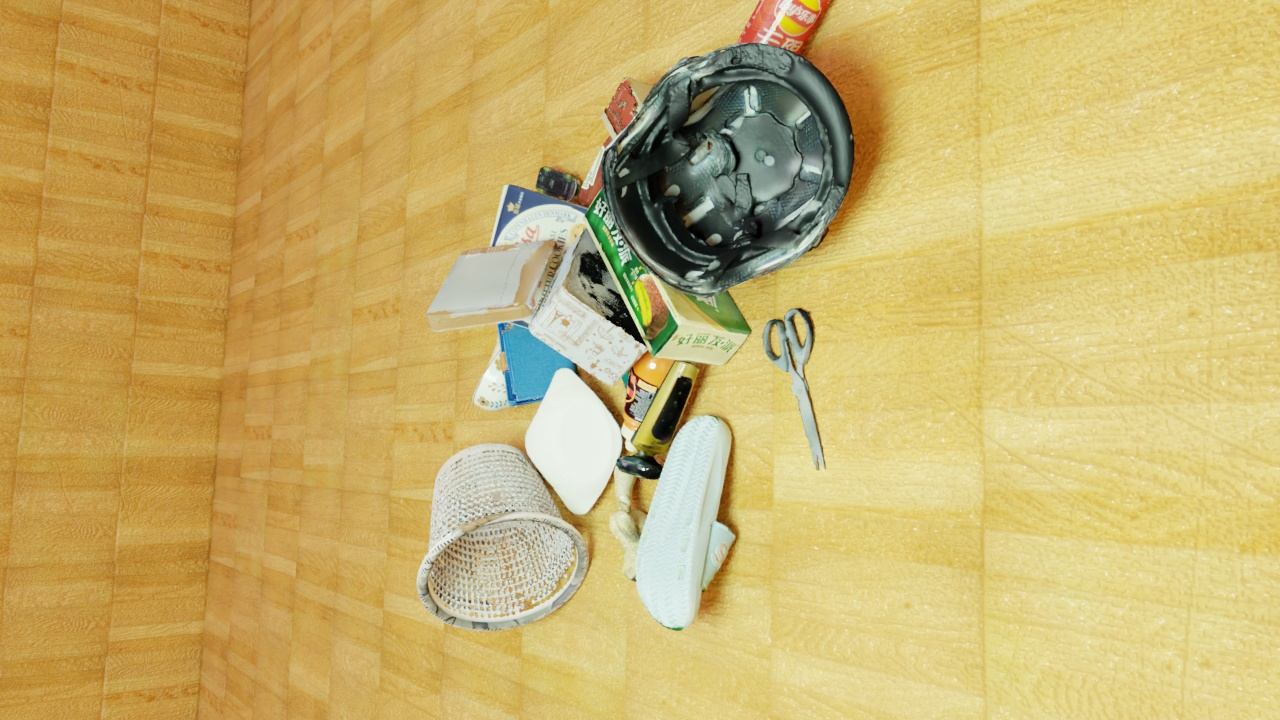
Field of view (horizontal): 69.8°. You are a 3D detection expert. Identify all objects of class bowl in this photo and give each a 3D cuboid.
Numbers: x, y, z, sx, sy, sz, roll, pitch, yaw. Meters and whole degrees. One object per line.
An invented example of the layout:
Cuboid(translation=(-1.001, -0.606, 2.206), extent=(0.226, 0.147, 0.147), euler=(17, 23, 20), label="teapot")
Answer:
Cuboid(translation=(-0.196, 0.031, 1.377), extent=(0.062, 0.113, 0.114), euler=(30, 115, 5), label="bowl")

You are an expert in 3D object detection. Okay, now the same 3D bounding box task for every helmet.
Cuboid(translation=(0.104, -0.202, 0.965), extent=(0.275, 0.156, 0.230), euler=(-38, 91, 29), label="helmet")

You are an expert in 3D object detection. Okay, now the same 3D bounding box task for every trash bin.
Cuboid(translation=(-0.202, 0.229, 1.275), extent=(0.228, 0.227, 0.192), euler=(-61, 31, 26), label="trash bin")

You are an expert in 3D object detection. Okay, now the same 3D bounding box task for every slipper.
Cuboid(translation=(0.061, 0.183, 1.047), extent=(0.104, 0.074, 0.245), euler=(-7, 64, 53), label="slipper")

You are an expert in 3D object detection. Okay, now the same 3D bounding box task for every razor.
Cuboid(translation=(0.026, 0.073, 1.091), extent=(0.067, 0.062, 0.168), euler=(-108, 38, -62), label="razor")

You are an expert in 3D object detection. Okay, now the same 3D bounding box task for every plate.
Cuboid(translation=(-0.083, 0.109, 1.248), extent=(0.163, 0.034, 0.165), euler=(47, 123, 31), label="plate")

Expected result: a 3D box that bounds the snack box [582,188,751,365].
Cuboid(translation=(0.027, -0.104, 1.091), extent=(0.063, 0.114, 0.240), euler=(-52, 48, 33), label="snack box")

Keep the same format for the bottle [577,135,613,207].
Cuboid(translation=(-0.062, -0.212, 1.261), extent=(0.207, 0.059, 0.059), euler=(-58, 45, 31), label="bottle")

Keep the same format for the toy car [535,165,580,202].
Cuboid(translation=(-0.120, -0.260, 1.360), extent=(0.090, 0.035, 0.042), euler=(29, 109, 43), label="toy car")

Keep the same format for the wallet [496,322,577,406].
Cuboid(translation=(-0.148, -0.004, 1.316), extent=(0.040, 0.106, 0.133), euler=(96, 163, -67), label="wallet")

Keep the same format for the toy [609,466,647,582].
Cuboid(translation=(-0.007, 0.199, 1.142), extent=(0.105, 0.066, 0.157), euler=(98, 163, -61), label="toy")

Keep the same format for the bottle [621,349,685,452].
Cuboid(translation=(0.009, 0.049, 1.141), extent=(0.067, 0.066, 0.150), euler=(43, 125, 45), label="bottle")

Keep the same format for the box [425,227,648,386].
Cuboid(translation=(-0.108, -0.082, 1.115), extent=(0.178, 0.273, 0.126), euler=(-77, 1, -56), label="box")

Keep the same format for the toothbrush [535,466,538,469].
Cuboid(translation=(-0.140, 0.137, 1.347), extent=(0.190, 0.016, 0.014), euler=(-49, 42, 37), label="toothbrush")

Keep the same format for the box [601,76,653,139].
Cuboid(translation=(0.025, -0.278, 1.135), extent=(0.080, 0.091, 0.168), euler=(-54, 47, 37), label="box")

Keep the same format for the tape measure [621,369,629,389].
Cuboid(translation=(-0.007, 0.007, 1.189), extent=(0.058, 0.025, 0.054), euler=(-51, 50, 33), label="tape measure")

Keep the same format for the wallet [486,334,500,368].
Cuboid(translation=(-0.212, -0.035, 1.429), extent=(0.087, 0.024, 0.115), euler=(-83, 18, -59), label="wallet")

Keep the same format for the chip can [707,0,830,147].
Cuboid(translation=(0.135, -0.337, 1.021), extent=(0.217, 0.073, 0.073), euler=(-58, 45, 28), label="chip can")

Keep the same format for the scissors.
Cuboid(translation=(0.165, 0.033, 0.984), extent=(0.136, 0.014, 0.175), euler=(21, 104, 49), label="scissors")

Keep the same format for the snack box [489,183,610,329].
Cuboid(translation=(-0.115, -0.125, 1.233), extent=(0.045, 0.182, 0.178), euler=(-70, -3, -76), label="snack box")
